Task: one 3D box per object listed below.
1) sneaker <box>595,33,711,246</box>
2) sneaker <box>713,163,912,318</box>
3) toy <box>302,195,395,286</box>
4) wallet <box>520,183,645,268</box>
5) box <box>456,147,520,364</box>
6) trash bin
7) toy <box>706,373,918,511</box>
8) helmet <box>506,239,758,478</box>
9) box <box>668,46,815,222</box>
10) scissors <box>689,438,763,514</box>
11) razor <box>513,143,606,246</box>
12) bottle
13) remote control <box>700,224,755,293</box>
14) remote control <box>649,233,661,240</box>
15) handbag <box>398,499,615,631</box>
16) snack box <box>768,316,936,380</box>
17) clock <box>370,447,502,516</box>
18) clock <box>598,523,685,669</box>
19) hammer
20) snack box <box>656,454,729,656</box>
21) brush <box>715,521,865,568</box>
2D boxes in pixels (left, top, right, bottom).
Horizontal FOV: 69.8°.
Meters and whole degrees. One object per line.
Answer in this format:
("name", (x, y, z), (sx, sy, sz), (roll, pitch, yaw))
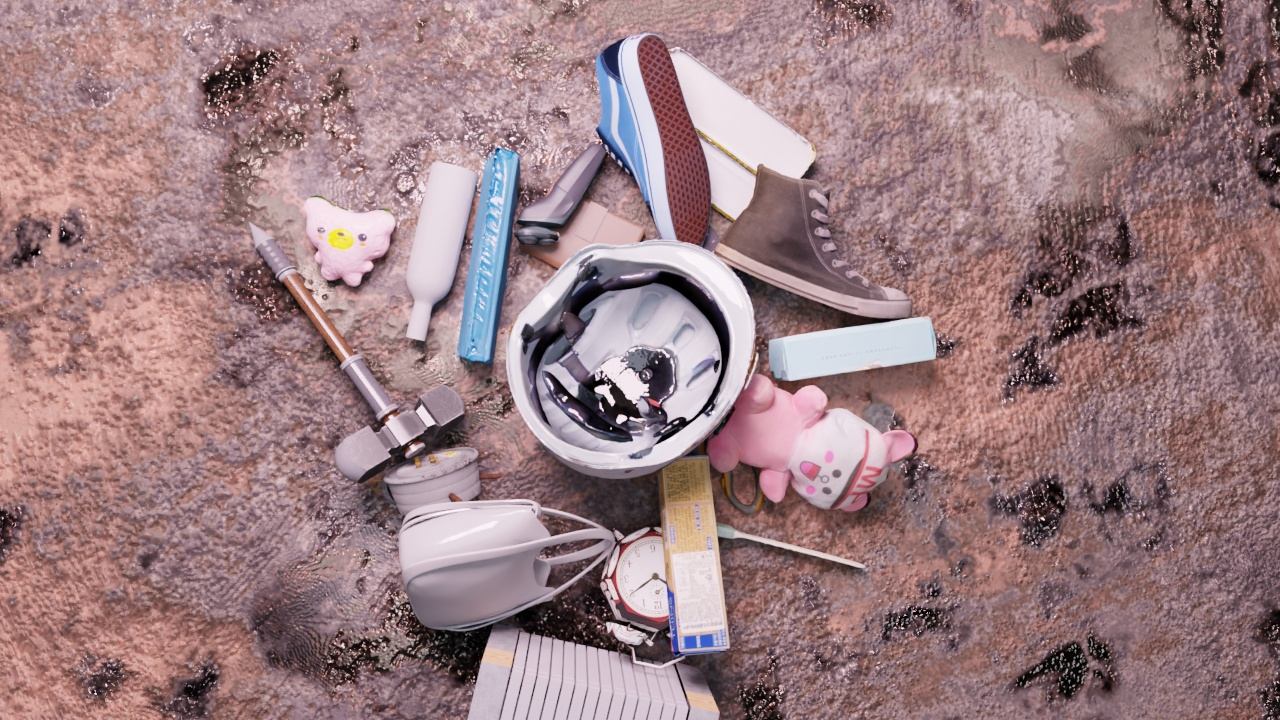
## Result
("sneaker", (0.008, -0.234, 1.026), (0.083, 0.098, 0.241), (-31, 112, -40))
("sneaker", (0.211, -0.125, 1.025), (0.235, 0.095, 0.120), (23, 100, -2))
("toy", (-0.329, -0.132, 1.021), (0.102, 0.050, 0.093), (14, 93, 0))
("wallet", (-0.066, -0.140, 1.056), (0.121, 0.013, 0.087), (26, 88, 0))
("box", (-0.170, -0.112, 1.011), (0.048, 0.093, 0.231), (8, 90, -4))
("trash bin", (-0.060, 0.397, 0.987), (0.247, 0.142, 0.142), (13, 88, -4))
("toy", (0.187, 0.095, 1.025), (0.213, 0.084, 0.142), (21, 116, -7))
("helmet", (-0.006, 0.006, 0.984), (0.263, 0.164, 0.236), (-44, 78, -12))
("box", (0.086, -0.252, 1.058), (0.209, 0.038, 0.130), (35, 100, -2))
("scissors", (0.072, 0.075, 1.063), (0.162, 0.016, 0.225), (-12, 90, -4))
("razor", (-0.088, -0.186, 1.031), (0.052, 0.047, 0.143), (36, 84, -3))
("bottle", (-0.229, -0.119, 1.026), (0.052, 0.052, 0.195), (13, 89, -4))
("remote control", (0.081, -0.129, 1.065), (0.032, 0.015, 0.136), (-38, 93, -3))
("remote control", (0.056, -0.096, 1.066), (0.046, 0.009, 0.124), (-39, 92, -3))
("handbag", (-0.138, 0.213, 0.987), (0.222, 0.216, 0.095), (-9, 52, -10))
("snack box", (0.239, -0.013, 1.045), (0.174, 0.075, 0.053), (-7, 90, -4))
("clock", (-0.237, 0.131, 1.007), (0.148, 0.103, 0.056), (-9, 101, 26))
("clock", (0.013, 0.265, 1.028), (0.114, 0.065, 0.154), (-2, 72, -11))
("hammer", (-0.341, -0.027, 1.012), (0.155, 0.043, 0.322), (-33, 81, -34))
("snack box", (0.054, 0.210, 0.989), (0.056, 0.057, 0.206), (-2, 71, -8))
("brush", (0.157, 0.212, 1.060), (0.217, 0.033, 0.012), (15, 88, -5))
